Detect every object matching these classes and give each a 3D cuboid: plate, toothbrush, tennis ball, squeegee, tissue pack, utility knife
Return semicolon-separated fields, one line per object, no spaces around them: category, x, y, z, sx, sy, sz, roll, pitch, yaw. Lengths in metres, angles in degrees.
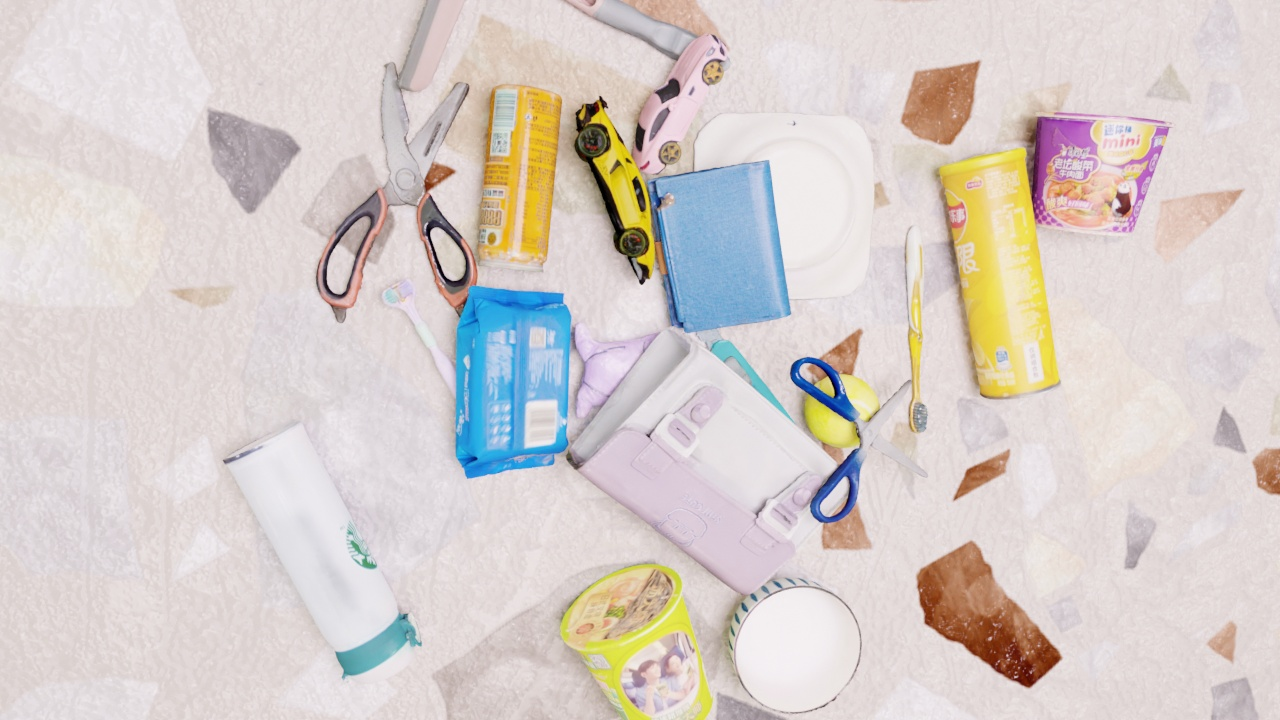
plate;0.129;-0.134;0.797;0.164;0.034;0.163;-2;96;-8
toothbrush;-0.158;0.018;0.775;0.029;0.021;0.189;-28;106;1
toothbrush;0.252;-0.027;0.834;0.016;0.018;0.191;-4;97;-9
tennis ball;0.178;0.045;0.809;0.065;0.065;0.065;-1;97;-8
squeegee;-0.039;-0.293;0.753;0.249;0.040;0.248;20;106;-16
tissue pack;-0.107;0.016;0.762;0.094;0.052;0.157;-3;99;-37
utility knife;0.090;0.016;0.819;0.029;0.013;0.223;-39;100;-1

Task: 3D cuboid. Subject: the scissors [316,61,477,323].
scissors;-0.197;-0.128;0.763;0.189;0.015;0.227;-27;99;-4

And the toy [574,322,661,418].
toy;-0.005;0.005;0.792;0.108;0.039;0.084;-5;101;-8

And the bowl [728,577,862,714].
bowl;0.132;0.248;0.826;0.116;0.066;0.116;-1;96;-9

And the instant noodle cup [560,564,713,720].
instant noodle cup;0.005;0.260;0.795;0.111;0.111;0.123;-24;107;-5

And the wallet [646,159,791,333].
wallet;0.065;-0.094;0.767;0.106;0.040;0.133;-7;102;15

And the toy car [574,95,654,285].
toy car;-0.017;-0.139;0.758;0.041;0.071;0.156;-21;101;-1

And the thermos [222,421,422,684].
thermos;-0.258;0.163;0.763;0.073;0.073;0.224;-26;100;-4

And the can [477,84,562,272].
can;-0.099;-0.148;0.752;0.058;0.058;0.146;5;96;-9

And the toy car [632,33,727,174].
toy car;0.028;-0.210;0.751;0.037;0.056;0.123;20;113;-26

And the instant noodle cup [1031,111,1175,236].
instant noodle cup;0.392;-0.162;0.797;0.111;0.111;0.099;3;103;-8

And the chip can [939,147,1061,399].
chip can;0.319;-0.076;0.811;0.072;0.072;0.213;-14;98;-6

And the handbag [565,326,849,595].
handbag;0.058;0.088;0.759;0.197;0.098;0.145;39;94;-19

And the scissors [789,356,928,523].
scissors;0.180;0.065;0.760;0.173;0.012;0.162;35;63;-23
